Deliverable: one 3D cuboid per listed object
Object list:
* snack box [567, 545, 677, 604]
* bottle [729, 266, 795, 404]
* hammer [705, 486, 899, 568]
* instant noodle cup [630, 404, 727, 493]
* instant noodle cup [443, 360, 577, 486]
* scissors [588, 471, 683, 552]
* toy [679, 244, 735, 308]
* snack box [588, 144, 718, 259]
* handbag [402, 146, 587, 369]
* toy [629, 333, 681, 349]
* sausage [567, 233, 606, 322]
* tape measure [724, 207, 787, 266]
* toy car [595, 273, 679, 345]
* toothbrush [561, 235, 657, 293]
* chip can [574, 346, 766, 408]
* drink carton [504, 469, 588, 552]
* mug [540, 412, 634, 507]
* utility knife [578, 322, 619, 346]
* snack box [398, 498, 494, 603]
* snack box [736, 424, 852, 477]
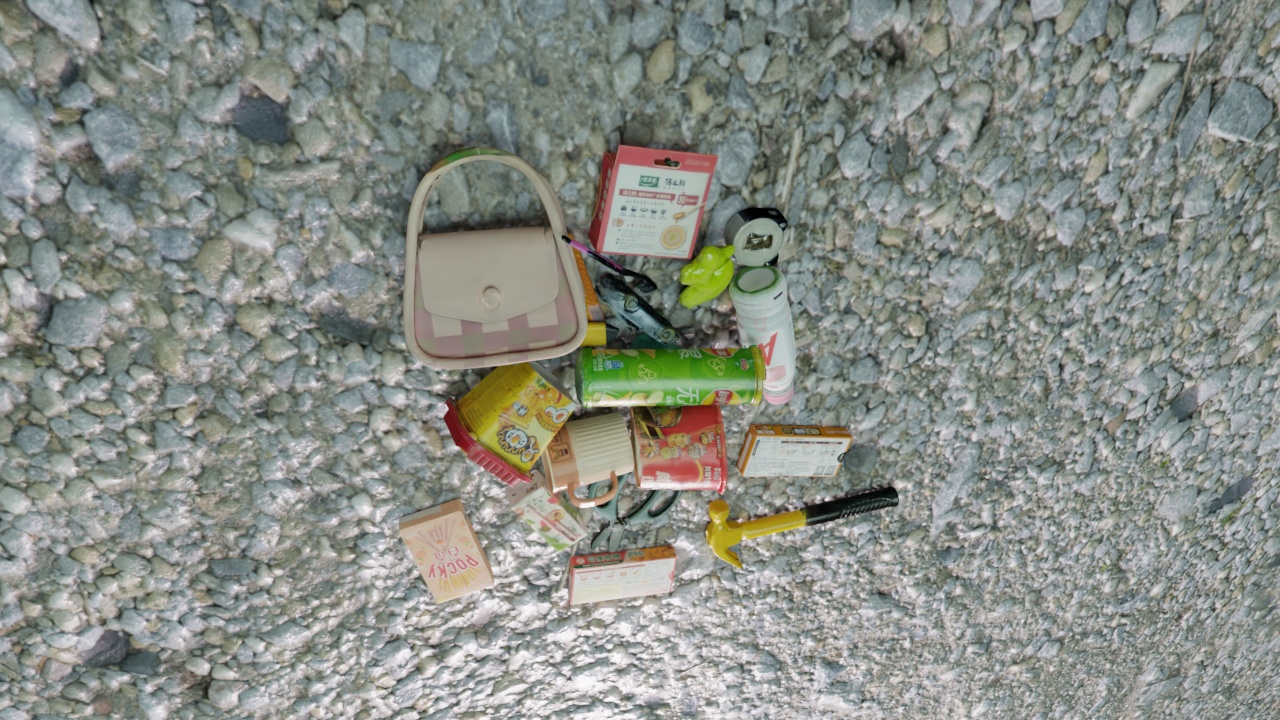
[{"bbox_3d":[-0.028,0.315,1.346,0.155,0.027,0.077,-3,125,-15],"label":"snack box"},{"bbox_3d":[0.160,-0.025,1.141,0.068,0.068,0.197,-21,131,-3],"label":"bottle"},{"bbox_3d":[0.242,0.235,1.372,0.300,0.032,0.129,-11,127,-10],"label":"hammer"},{"bbox_3d":[0.045,0.106,1.160,0.108,0.137,0.138,-6,126,-4],"label":"instant noodle cup"},{"bbox_3d":[-0.150,0.063,1.083,0.123,0.116,0.116,-47,125,2],"label":"instant noodle cup"},{"bbox_3d":[-0.005,0.206,1.282,0.171,0.019,0.177,-4,124,-16],"label":"scissors"},{"bbox_3d":[0.078,-0.097,1.063,0.097,0.031,0.100,-40,157,17],"label":"toy"},{"bbox_3d":[0.012,-0.178,0.998,0.113,0.044,0.127,2,124,-18],"label":"snack box"},{"bbox_3d":[-0.158,-0.110,0.964,0.193,0.093,0.234,-6,118,-5],"label":"handbag"},{"bbox_3d":[-0.007,0.007,1.133,0.096,0.030,0.092,18,114,-24],"label":"toy"},{"bbox_3d":[-0.065,-0.083,1.055,0.021,0.021,0.165,-21,128,-3],"label":"sausage"},{"bbox_3d":[0.132,-0.143,1.068,0.066,0.033,0.066,-4,124,-16],"label":"tape measure"},{"bbox_3d":[-0.003,-0.056,1.074,0.037,0.054,0.120,-46,126,13],"label":"toy car"},{"bbox_3d":[-0.033,-0.104,1.013,0.018,0.014,0.189,-34,152,21],"label":"toothbrush"},{"bbox_3d":[0.033,0.020,1.086,0.221,0.072,0.073,-1,125,-6],"label":"chip can"},{"bbox_3d":[-0.123,0.204,1.225,0.053,0.045,0.122,-33,128,5],"label":"drink carton"},{"bbox_3d":[-0.065,0.126,1.147,0.105,0.114,0.082,-13,147,-12],"label":"mug"},{"bbox_3d":[-0.132,-0.027,1.068,0.216,0.015,0.033,-3,130,-5],"label":"utility knife"},{"bbox_3d":[-0.258,0.258,1.233,0.084,0.026,0.157,-18,127,-5],"label":"snack box"},{"bbox_3d":[0.217,0.128,1.292,0.153,0.026,0.075,3,124,-19],"label":"snack box"}]
